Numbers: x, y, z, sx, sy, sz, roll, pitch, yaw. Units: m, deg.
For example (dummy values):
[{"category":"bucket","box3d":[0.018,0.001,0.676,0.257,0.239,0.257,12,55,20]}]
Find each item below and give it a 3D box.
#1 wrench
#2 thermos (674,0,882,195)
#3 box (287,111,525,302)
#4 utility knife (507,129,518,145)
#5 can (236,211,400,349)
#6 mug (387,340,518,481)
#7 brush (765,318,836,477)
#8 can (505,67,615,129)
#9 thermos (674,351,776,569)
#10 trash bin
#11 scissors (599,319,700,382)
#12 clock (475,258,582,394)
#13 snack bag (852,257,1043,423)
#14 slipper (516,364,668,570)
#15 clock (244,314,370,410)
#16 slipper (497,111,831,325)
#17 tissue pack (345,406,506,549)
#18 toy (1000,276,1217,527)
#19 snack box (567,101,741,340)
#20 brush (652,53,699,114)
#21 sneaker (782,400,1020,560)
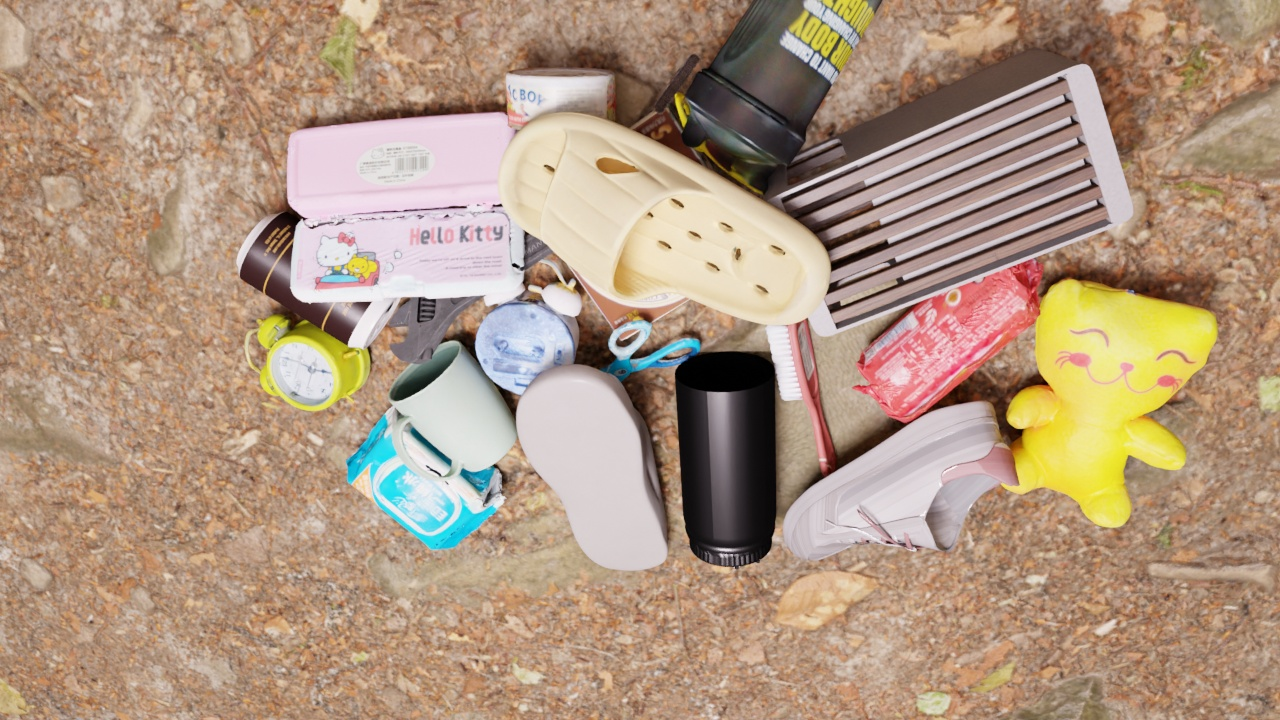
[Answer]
[{"category":"wrench","box3d":[-0.126,-0.071,0.778,0.274,0.018,0.073,-28,67,31]},{"category":"thermos","box3d":[0.113,-0.238,0.664,0.098,0.098,0.221,31,107,-6]},{"category":"box","box3d":[-0.194,-0.125,0.756,0.201,0.037,0.152,-3,81,9]},{"category":"utility knife","box3d":[-0.027,-0.156,0.723,0.159,0.017,0.030,14,103,6]},{"category":"can","box3d":[-0.283,-0.070,0.812,0.128,0.071,0.072,33,114,-7]},{"category":"mug","box3d":[-0.174,0.056,0.834,0.084,0.111,0.104,-6,128,46]},{"category":"brush","box3d":[0.144,0.033,0.818,0.030,0.040,0.172,-4,117,29]},{"category":"can","box3d":[-0.061,-0.202,0.713,0.086,0.086,0.043,4,113,7]},{"category":"thermos","box3d":[0.079,0.100,0.827,0.086,0.086,0.199,-1,114,8]},{"category":"trash bin","box3d":[0.218,-0.127,0.690,0.229,0.114,0.114,-22,109,17]},{"category":"scissors","box3d":[-0.005,0.006,0.824,0.117,0.013,0.140,3,144,-30]},{"category":"clock","box3d":[-0.097,-0.031,0.814,0.089,0.051,0.125,9,115,5]},{"category":"snack bag","box3d":[0.254,-0.020,0.751,0.082,0.082,0.177,40,114,-10]},{"category":"slipper","box3d":[-0.032,0.090,0.854,0.113,0.080,0.266,-5,130,19]},{"category":"clock","box3d":[-0.313,0.000,0.857,0.119,0.057,0.083,14,115,9]},{"category":"slipper","box3d":[0.007,-0.092,0.650,0.261,0.079,0.112,24,125,8]},{"category":"tissue pack","box3d":[-0.207,0.116,0.889,0.144,0.061,0.093,40,112,-10]},{"category":"toy","box3d":[0.380,0.033,0.756,0.134,0.087,0.194,16,113,20]},{"category":"snack box","box3d":[0.004,-0.114,0.768,0.143,0.041,0.147,-30,106,19]},{"category":"brush","box3d":[0.025,-0.203,0.669,0.008,0.143,0.045,35,105,-9]},{"category":"sneaker","box3d":[0.222,0.132,0.792,0.099,0.089,0.237,12,136,-38]}]
